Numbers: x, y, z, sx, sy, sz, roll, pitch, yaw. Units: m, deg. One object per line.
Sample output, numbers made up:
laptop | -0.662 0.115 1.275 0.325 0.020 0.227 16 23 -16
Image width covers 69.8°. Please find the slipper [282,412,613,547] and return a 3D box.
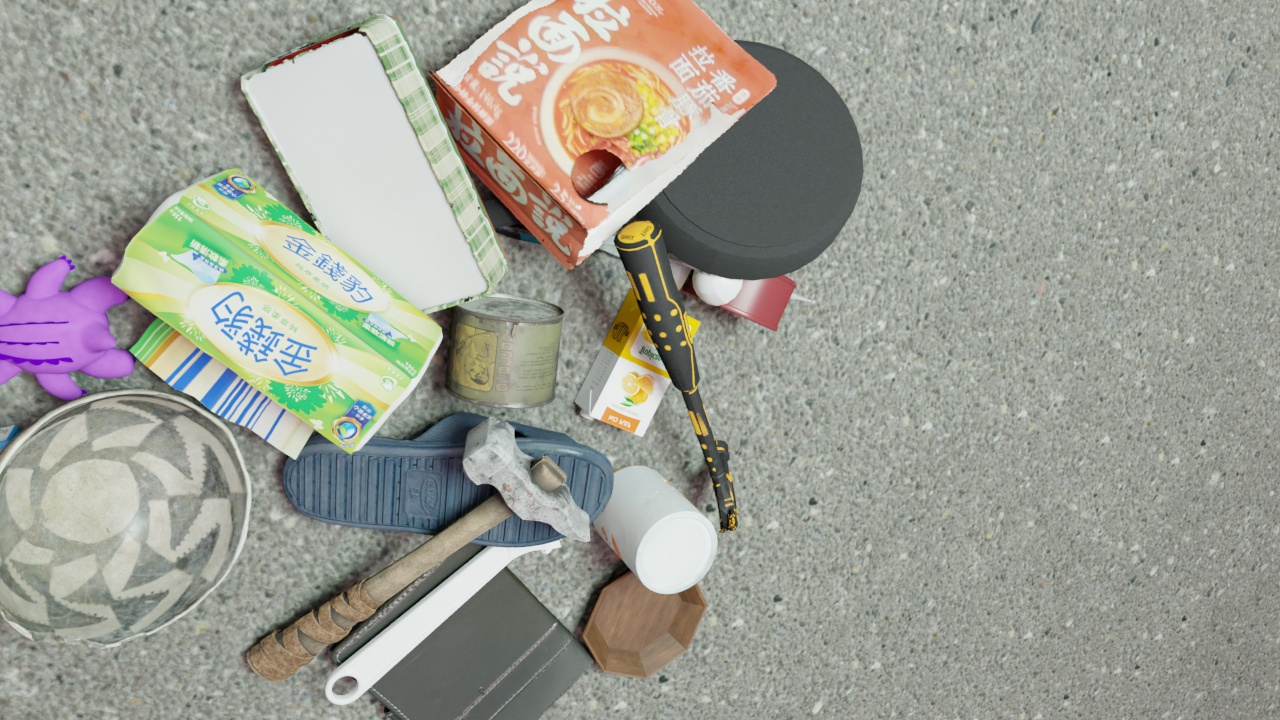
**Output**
slipper | -0.155 0.093 0.765 0.263 0.082 0.101 3 113 -6

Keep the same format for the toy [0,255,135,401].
toy | -0.397 -0.018 0.622 0.088 0.056 0.106 -2 109 -22

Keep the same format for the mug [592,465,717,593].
mug | 0.011 0.153 0.839 0.082 0.105 0.082 -8 109 -22

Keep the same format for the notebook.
notebook | -0.159 0.274 0.846 0.169 0.029 0.209 -41 115 -10

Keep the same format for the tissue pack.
tissue pack | -0.262 -0.014 0.641 0.197 0.120 0.142 41 107 -9

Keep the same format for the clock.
clock | 0.079 -0.068 0.805 0.137 0.096 0.048 21 96 -32

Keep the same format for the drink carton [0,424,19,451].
drink carton | -0.449 0.111 0.650 0.044 0.038 0.129 -10 110 -22

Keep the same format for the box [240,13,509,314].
box | -0.186 -0.131 0.662 0.118 0.050 0.205 -14 116 21

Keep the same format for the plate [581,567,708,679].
plate | 0.002 0.253 0.914 0.131 0.025 0.131 -8 109 -23

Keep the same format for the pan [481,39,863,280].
pan | 0.014 -0.150 0.734 0.355 0.044 0.204 -14 80 -14

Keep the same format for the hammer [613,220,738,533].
hammer | 0.040 0.022 0.766 0.036 0.123 0.321 -13 130 9

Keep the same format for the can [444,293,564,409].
can | -0.109 -0.008 0.740 0.089 0.090 0.075 1 107 -25

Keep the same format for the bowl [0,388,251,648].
bowl | -0.377 0.104 0.647 0.178 0.081 0.178 -14 107 -51

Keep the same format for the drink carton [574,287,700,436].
drink carton | -0.005 0.005 0.821 0.058 0.040 0.122 24 95 -29

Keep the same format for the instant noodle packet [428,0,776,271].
instant noodle packet | -0.024 -0.202 0.697 0.220 0.084 0.164 -41 82 -18

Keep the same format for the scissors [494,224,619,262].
scissors | -0.066 -0.117 0.765 0.126 0.019 0.144 -31 116 -11

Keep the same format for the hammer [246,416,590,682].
hammer | -0.190 0.170 0.733 0.319 0.048 0.121 -35 115 14

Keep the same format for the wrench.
wrench | -0.160 0.200 0.801 0.273 0.018 0.066 -40 117 -12
